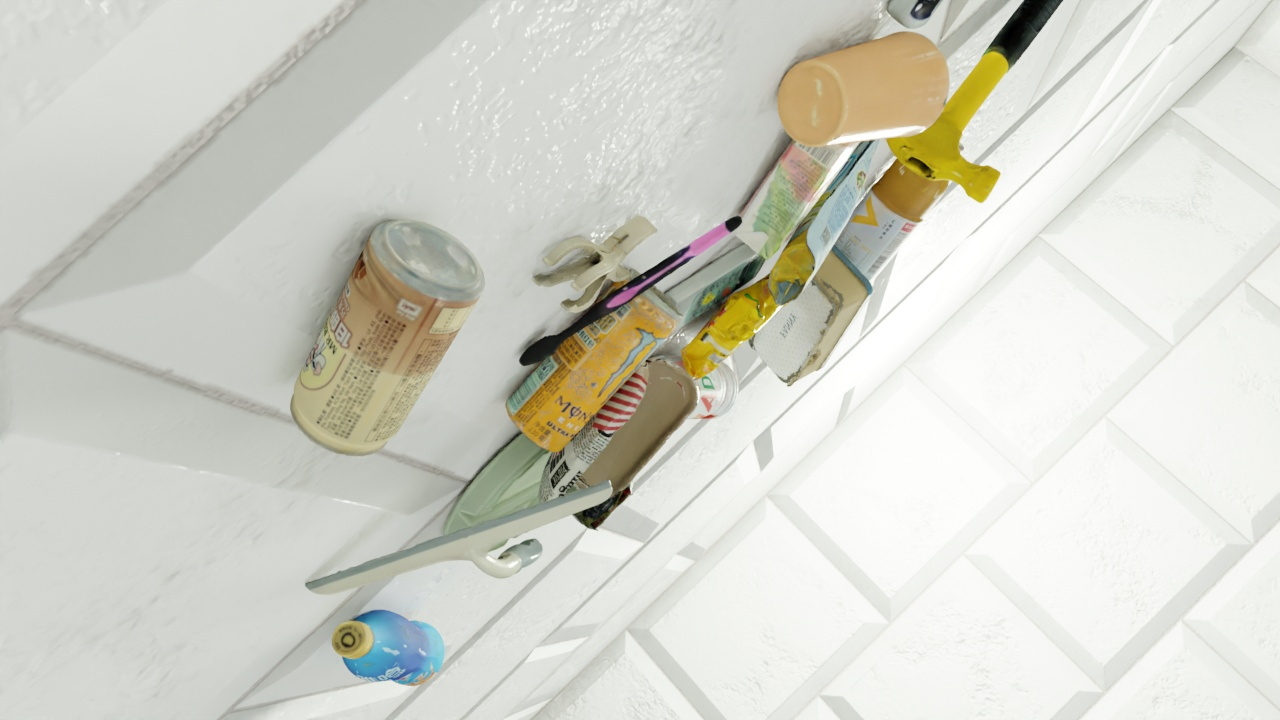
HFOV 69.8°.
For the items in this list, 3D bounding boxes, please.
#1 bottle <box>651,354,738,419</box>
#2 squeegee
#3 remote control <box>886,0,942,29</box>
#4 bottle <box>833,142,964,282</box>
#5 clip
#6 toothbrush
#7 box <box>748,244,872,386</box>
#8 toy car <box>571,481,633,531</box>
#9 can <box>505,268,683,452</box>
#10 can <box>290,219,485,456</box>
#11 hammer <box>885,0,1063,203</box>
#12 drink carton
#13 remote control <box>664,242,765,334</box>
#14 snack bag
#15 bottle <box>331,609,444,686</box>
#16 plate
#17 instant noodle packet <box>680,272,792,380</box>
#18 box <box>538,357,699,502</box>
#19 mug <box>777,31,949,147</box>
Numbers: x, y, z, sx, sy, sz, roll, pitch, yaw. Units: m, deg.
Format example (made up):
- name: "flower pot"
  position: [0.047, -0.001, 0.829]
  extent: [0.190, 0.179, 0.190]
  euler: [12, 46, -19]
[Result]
- name: "bottle"
  position: [0.037, 0.026, 0.931]
  extent: [0.068, 0.068, 0.196]
  euler: [-49, 158, 15]
- name: "squeegee"
  position: [-0.120, 0.171, 0.803]
  extent: [0.246, 0.039, 0.246]
  euler: [-19, 166, 3]
- name: "remote control"
  position: [0.234, -0.306, 0.654]
  extent: [0.058, 0.021, 0.150]
  euler: [-22, 152, -51]
- name: "bottle"
  position: [0.280, -0.168, 1.014]
  extent: [0.067, 0.068, 0.190]
  euler: [-20, 151, -54]
- name: "clip"
  position: [-0.027, -0.064, 0.611]
  extent: [0.100, 0.034, 0.072]
  euler: [-30, 158, -52]
- name: "toothbrush"
  position: [-0.008, -0.050, 0.658]
  extent: [0.189, 0.014, 0.017]
  euler: [-33, -167, 5]
- name: "box"
  position: [0.192, -0.054, 1.050]
  extent: [0.062, 0.090, 0.185]
  euler: [-26, 158, -30]
- name: "toy car"
  position: [-0.040, 0.141, 1.000]
  extent: [0.070, 0.042, 0.158]
  euler: [-45, -173, 1]
- name: "can"
  position: [-0.036, 0.001, 0.700]
  extent: [0.146, 0.058, 0.058]
  euler: [-47, 163, 10]
- name: "can"
  position: [-0.128, -0.010, 0.458]
  extent: [0.116, 0.058, 0.058]
  euler: [-53, 161, 28]
- name: "hammer"
  position: [0.319, -0.269, 0.826]
  extent: [0.300, 0.129, 0.033]
  euler: [-50, 166, -22]
- name: "drink carton"
  position: [0.126, -0.145, 0.748]
  extent: [0.053, 0.045, 0.123]
  euler: [-45, 172, -48]
- name: "remote control"
  position: [0.065, -0.068, 0.840]
  extent: [0.134, 0.019, 0.056]
  euler: [-34, 161, -31]
- name: "snack bag"
  position: [0.181, -0.141, 0.859]
  extent: [0.190, 0.039, 0.110]
  euler: [-54, 162, -30]
- name: "bottle"
  position: [-0.240, 0.270, 0.868]
  extent: [0.065, 0.065, 0.219]
  euler: [-40, 163, -13]
- name: "plate"
  position: [-0.092, 0.110, 0.891]
  extent: [0.230, 0.027, 0.230]
  euler: [-39, 163, -14]
- name: "instant noodle packet"
  position: [0.094, -0.037, 0.898]
  extent: [0.111, 0.044, 0.128]
  euler: [-48, 174, 30]
- name: "box"
  position: [-0.024, 0.069, 0.761]
  extent: [0.163, 0.075, 0.086]
  euler: [-48, 180, 33]
- name: "mug"
  position: [0.159, -0.194, 0.667]
  extent: [0.122, 0.078, 0.078]
  euler: [-22, 153, -39]
